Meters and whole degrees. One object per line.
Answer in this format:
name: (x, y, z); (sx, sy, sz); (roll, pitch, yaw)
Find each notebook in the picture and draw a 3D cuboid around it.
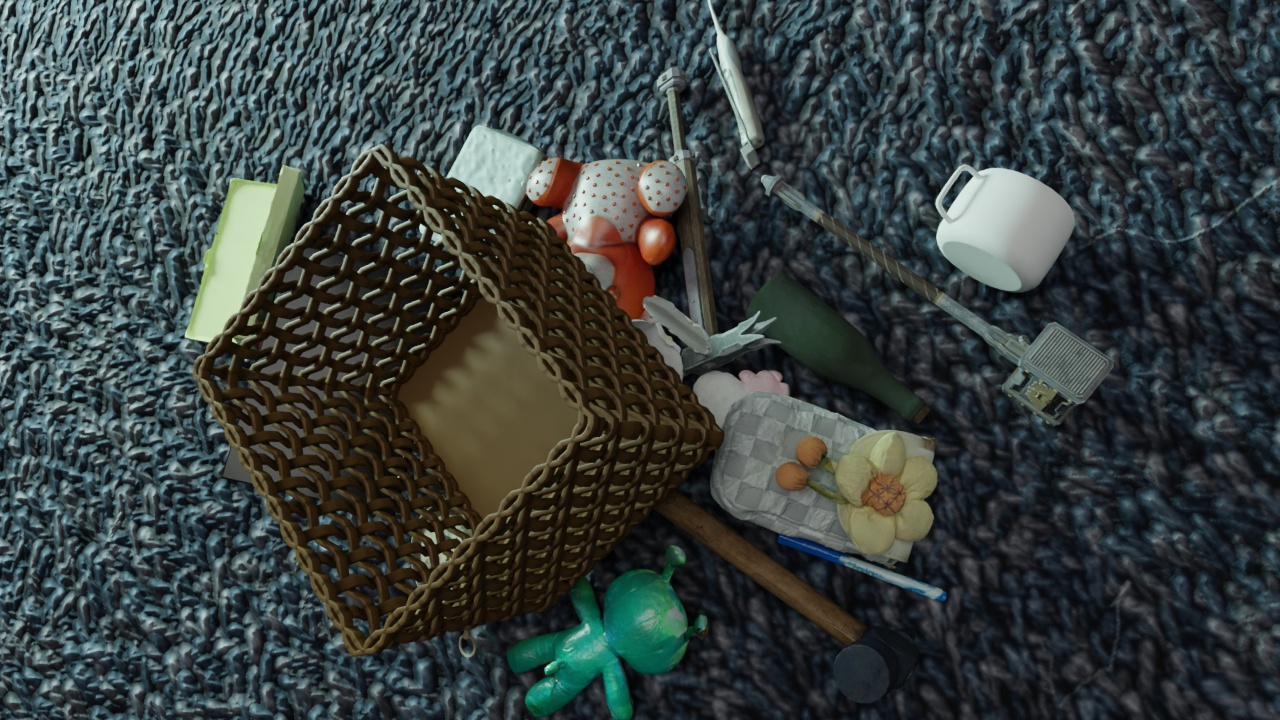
notebook: (-0.280, 0.018, 0.877); (0.169, 0.019, 0.231); (14, 80, -6)

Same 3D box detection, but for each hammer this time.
hammer: (0.080, 0.157, 0.754); (0.322, 0.129, 0.040); (32, 101, 29)
hammer: (0.042, -0.138, 0.854); (0.147, 0.028, 0.316); (-25, 61, 40)
hammer: (0.227, -0.067, 0.766); (0.322, 0.098, 0.044); (39, 87, 20)

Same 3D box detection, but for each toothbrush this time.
toothbrush: (0.088, -0.291, 0.900); (0.024, 0.022, 0.185); (-11, 74, -9)
toothbrush: (0.080, -0.213, 0.797); (0.010, 0.181, 0.010); (-39, 65, 4)

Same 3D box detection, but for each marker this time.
marker: (0.183, 0.170, 0.762); (0.142, 0.013, 0.013); (18, 80, 17)

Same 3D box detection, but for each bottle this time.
bottle: (0.172, -0.005, 0.788); (0.174, 0.055, 0.055); (40, 87, 18)

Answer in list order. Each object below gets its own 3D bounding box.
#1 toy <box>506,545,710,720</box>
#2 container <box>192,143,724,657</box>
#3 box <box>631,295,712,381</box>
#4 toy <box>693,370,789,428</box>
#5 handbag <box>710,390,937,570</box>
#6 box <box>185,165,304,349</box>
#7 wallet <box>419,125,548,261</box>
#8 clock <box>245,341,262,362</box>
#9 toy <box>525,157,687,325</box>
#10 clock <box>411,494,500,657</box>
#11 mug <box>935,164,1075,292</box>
toy: (-0.028, 0.234, 0.770); (0.194, 0.072, 0.130); (-32, 71, 14)
container: (-0.123, 0.032, 0.666); (0.220, 0.214, 0.251); (-46, 67, 14)
box: (-0.002, 0.002, 0.783); (0.081, 0.091, 0.160); (51, 134, -2)
toy: (0.071, 0.046, 0.808); (0.125, 0.037, 0.076); (-29, 67, 0)
handbag: (0.144, 0.091, 0.728); (0.171, 0.123, 0.112); (17, 84, 3)
box: (-0.405, -0.105, 0.962); (0.134, 0.061, 0.187); (0, 74, 37)
wallet: (-0.151, -0.159, 0.909); (0.100, 0.054, 0.131); (29, 84, 30)
clock: (-0.327, -0.020, 0.919); (0.124, 0.044, 0.087); (-45, 70, 0)
toy: (-0.037, -0.101, 0.838); (0.164, 0.092, 0.172); (6, 87, 21)
clock: (-0.153, 0.190, 0.811); (0.093, 0.054, 0.140); (-7, 85, 38)
mug: (0.292, -0.112, 0.758); (0.115, 0.094, 0.068); (35, 86, -18)
